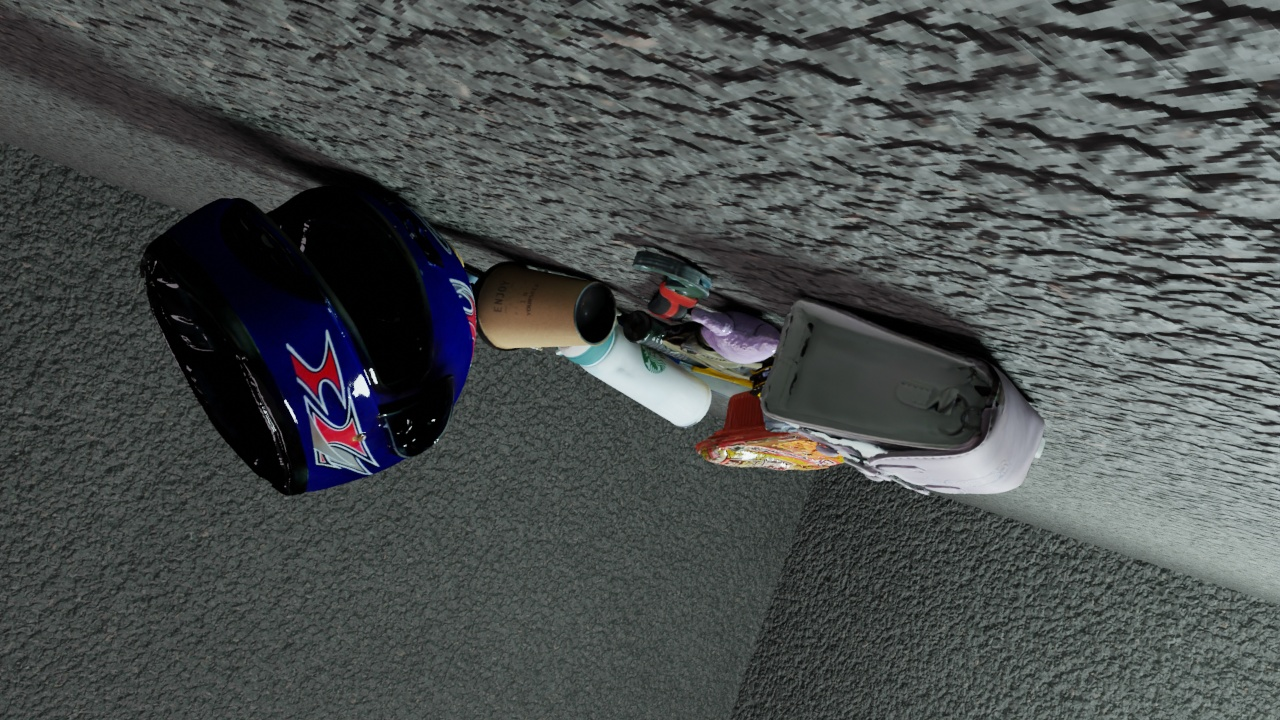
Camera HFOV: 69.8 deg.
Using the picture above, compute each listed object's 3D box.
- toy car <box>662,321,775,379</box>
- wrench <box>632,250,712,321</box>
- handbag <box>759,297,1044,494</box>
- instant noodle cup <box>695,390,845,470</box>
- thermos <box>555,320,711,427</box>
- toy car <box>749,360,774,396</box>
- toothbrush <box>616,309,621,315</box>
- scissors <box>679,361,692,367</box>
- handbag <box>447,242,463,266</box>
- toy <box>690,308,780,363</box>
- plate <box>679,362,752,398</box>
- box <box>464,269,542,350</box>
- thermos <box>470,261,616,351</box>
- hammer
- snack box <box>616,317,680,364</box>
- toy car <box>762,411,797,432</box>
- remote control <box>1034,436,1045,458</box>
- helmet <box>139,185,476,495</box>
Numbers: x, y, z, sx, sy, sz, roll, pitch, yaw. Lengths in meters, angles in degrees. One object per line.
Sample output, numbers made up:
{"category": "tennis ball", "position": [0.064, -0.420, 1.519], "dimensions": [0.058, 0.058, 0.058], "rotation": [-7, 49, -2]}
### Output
{"category": "toy car", "position": [0.096, -0.004, 0.851], "dimensions": [0.158, 0.042, 0.070], "rotation": [16, 178, -13]}
{"category": "wrench", "position": [0.024, -0.051, 0.735], "dimensions": [0.056, 0.016, 0.273], "rotation": [20, 176, 2]}
{"category": "handbag", "position": [0.185, 0.038, 0.629], "dimensions": [0.145, 0.098, 0.197], "rotation": [11, 173, 32]}
{"category": "instant noodle cup", "position": [0.174, 0.075, 1.012], "dimensions": [0.164, 0.079, 0.189], "rotation": [14, 162, -36]}
{"category": "thermos", "position": [-0.006, 0.006, 1.069], "dimensions": [0.073, 0.073, 0.224], "rotation": [16, 168, 47]}
{"category": "toy car", "position": [0.163, 0.028, 0.802], "dimensions": [0.155, 0.041, 0.071], "rotation": [20, 151, -37]}
{"category": "toothbrush", "position": [-0.093, -0.070, 1.080], "dimensions": [0.192, 0.018, 0.016], "rotation": [17, 175, 41]}
{"category": "scissors", "position": [0.075, -0.004, 1.162], "dimensions": [0.169, 0.019, 0.177], "rotation": [20, 174, 18]}
{"category": "handbag", "position": [-0.295, -0.074, 0.984], "dimensions": [0.178, 0.163, 0.063], "rotation": [21, 175, -7]}
{"category": "toy", "position": [0.078, -0.019, 0.742], "dimensions": [0.084, 0.039, 0.108], "rotation": [20, 179, 2]}
{"category": "plate", "position": [0.148, 0.044, 1.282], "dimensions": [0.266, 0.034, 0.162], "rotation": [20, 180, 30]}
{"category": "box", "position": [-0.201, -0.074, 1.218], "dimensions": [0.090, 0.062, 0.184], "rotation": [27, 180, 41]}
{"category": "thermos", "position": [-0.097, -0.050, 0.904], "dimensions": [0.143, 0.093, 0.093], "rotation": [7, 169, 40]}
{"category": "hammer", "position": [0.069, -0.005, 0.992], "dimensions": [0.129, 0.033, 0.300], "rotation": [17, 178, 32]}
{"category": "snack box", "position": [-0.029, -0.030, 1.136], "dimensions": [0.085, 0.026, 0.157], "rotation": [20, 171, 48]}
{"category": "toy car", "position": [0.146, 0.033, 0.901], "dimensions": [0.054, 0.037, 0.120], "rotation": [-7, -157, 9]}
{"category": "remote control", "position": [0.301, 0.059, 0.848], "dimensions": [0.135, 0.019, 0.056], "rotation": [17, 175, 35]}
{"category": "helmet", "position": [-0.265, -0.036, 0.802], "dimensions": [0.247, 0.239, 0.316], "rotation": [43, 149, 13]}
